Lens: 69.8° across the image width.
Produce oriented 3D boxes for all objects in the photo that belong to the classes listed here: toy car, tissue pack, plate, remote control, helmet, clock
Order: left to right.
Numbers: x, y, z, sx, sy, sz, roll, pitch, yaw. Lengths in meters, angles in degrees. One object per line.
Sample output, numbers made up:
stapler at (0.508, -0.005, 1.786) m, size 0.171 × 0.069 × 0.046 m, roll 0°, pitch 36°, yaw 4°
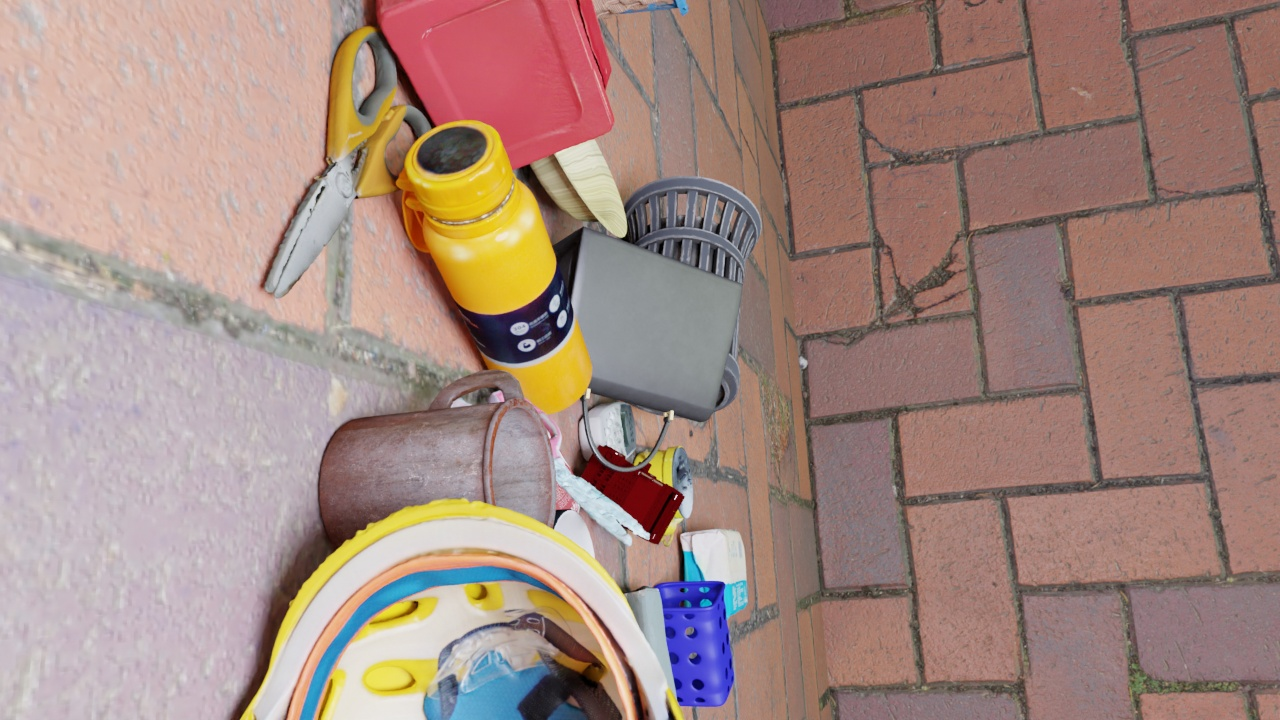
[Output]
helmet at (-0.077, 0.198, 0.445) m, size 0.140 × 0.209 × 0.239 m, roll 81°, pitch 5°, yaw -70°
plate at (-0.074, -0.186, 0.827) m, size 0.184 × 0.036 × 0.184 m, roll 57°, pitch 16°, yaw -27°
remote control at (-0.032, 0.073, 0.925) m, size 0.114 × 0.028 × 0.060 m, roll -3°, pitch 87°, yaw -74°
toy car at (-0.006, 0.135, 0.890) m, size 0.070 × 0.062 × 0.170 m, roll -60°, pitch 156°, yaw -7°
clock at (0.029, 0.154, 1.049) m, size 0.083 × 0.057 × 0.119 m, roll -27°, pitch 109°, yaw -73°
tissue pack at (0.103, 0.285, 1.235) m, size 0.209 × 0.066 × 0.117 m, roll 31°, pitch 53°, yaw -71°

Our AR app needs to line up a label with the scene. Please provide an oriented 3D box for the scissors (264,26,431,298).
scissors at (-0.176, -0.119, 0.533) m, size 0.228 × 0.016 × 0.114 m, roll -77°, pitch 154°, yaw -50°

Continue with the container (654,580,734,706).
container at (0.056, 0.316, 1.027) m, size 0.084 × 0.085 × 0.113 m, roll -24°, pitch 108°, yaw -72°

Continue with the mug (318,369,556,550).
mug at (-0.111, 0.058, 0.526) m, size 0.096 × 0.110 × 0.122 m, roll 72°, pitch 19°, yaw -49°

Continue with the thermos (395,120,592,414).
thermos at (-0.100, -0.053, 0.631) m, size 0.233 × 0.091 × 0.076 m, roll 75°, pitch 3°, yaw -53°

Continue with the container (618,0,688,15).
container at (-0.075, -0.492, 0.816) m, size 0.362 × 0.089 × 0.257 m, roll 45°, pitch 26°, yaw -65°

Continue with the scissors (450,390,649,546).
scissors at (-0.067, 0.072, 0.601) m, size 0.101 × 0.178 × 0.016 m, roll 1°, pitch 122°, yaw -47°

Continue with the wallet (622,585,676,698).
wallet at (0.002, 0.293, 0.915) m, size 0.100 × 0.054 × 0.131 m, roll 61°, pitch 24°, yaw -72°

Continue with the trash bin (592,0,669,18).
trash bin at (-0.047, -0.333, 0.712) m, size 0.151 × 0.210 × 0.151 m, roll -7°, pitch 89°, yaw -73°

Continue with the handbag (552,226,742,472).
handbag at (-0.005, 0.005, 0.836) m, size 0.175 × 0.072 × 0.195 m, roll 16°, pitch 71°, yaw -29°

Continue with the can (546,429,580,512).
can at (-0.082, 0.088, 0.703) m, size 0.053 × 0.054 × 0.097 m, roll -81°, pitch 157°, yaw -43°

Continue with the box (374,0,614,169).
box at (-0.095, -0.220, 0.636) m, size 0.157 × 0.137 × 0.126 m, roll 67°, pitch 24°, yaw -50°

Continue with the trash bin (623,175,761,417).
trash bin at (0.047, -0.064, 1.027) m, size 0.164 × 0.164 × 0.227 m, roll 60°, pitch 31°, yaw -53°

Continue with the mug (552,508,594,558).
mug at (-0.086, 0.159, 0.587) m, size 0.085 × 0.095 × 0.121 m, roll 36°, pitch 50°, yaw -68°
